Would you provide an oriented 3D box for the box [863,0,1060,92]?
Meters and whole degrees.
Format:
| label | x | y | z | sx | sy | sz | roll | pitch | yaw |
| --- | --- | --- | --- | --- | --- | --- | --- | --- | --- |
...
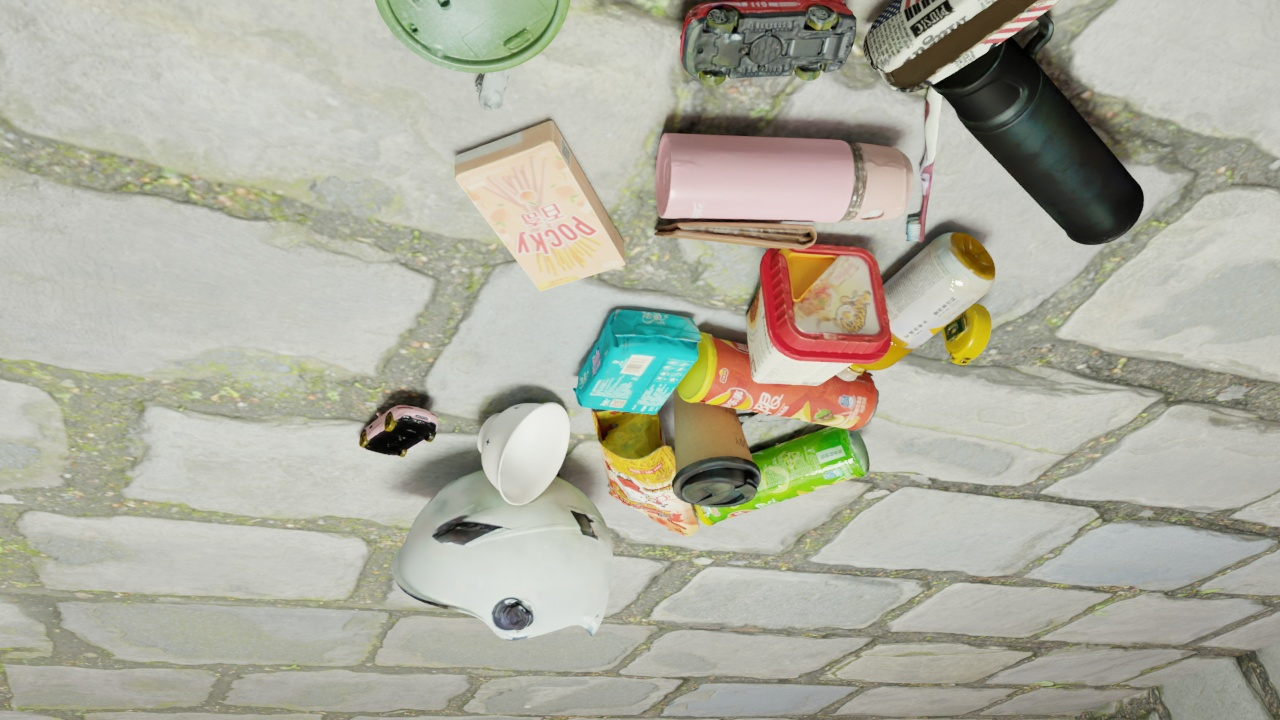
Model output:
| label | x | y | z | sx | sy | sz | roll | pitch | yaw |
| --- | --- | --- | --- | --- | --- | --- | --- | --- | --- |
| box | 0.217 | -0.248 | 0.598 | 0.164 | 0.075 | 0.073 | -31 | 143 | 33 |

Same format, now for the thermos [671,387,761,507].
| label | x | y | z | sx | sy | sz | roll | pitch | yaw |
| --- | --- | --- | --- | --- | --- | --- | --- | --- | --- |
| thermos | 0.074 | 0.086 | 0.975 | 0.093 | 0.143 | 0.093 | -4 | 145 | -3 |

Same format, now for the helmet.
| label | x | y | z | sx | sy | sz | roll | pitch | yaw |
| --- | --- | --- | --- | --- | --- | --- | --- | --- | --- |
| helmet | -0.145 | 0.204 | 1.071 | 0.258 | 0.229 | 0.146 | 15 | 102 | -24 |

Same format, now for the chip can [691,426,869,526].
| label | x | y | z | sx | sy | sz | roll | pitch | yaw |
| --- | --- | --- | --- | --- | --- | --- | --- | --- | --- |
| chip can | 0.170 | 0.139 | 1.131 | 0.222 | 0.072 | 0.072 | -22 | 143 | 21 |

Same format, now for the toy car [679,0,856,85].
| label | x | y | z | sx | sy | sz | roll | pitch | yaw |
| --- | --- | --- | --- | --- | --- | --- | --- | --- | --- |
| toy car | 0.085 | -0.221 | 0.625 | 0.120 | 0.045 | 0.053 | -6 | 143 | -10 |

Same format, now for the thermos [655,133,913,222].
| label | x | y | z | sx | sy | sz | roll | pitch | yaw |
| --- | --- | --- | --- | --- | --- | --- | --- | --- | --- |
| thermos | 0.112 | -0.140 | 0.734 | 0.198 | 0.067 | 0.087 | -1 | 165 | -11 |

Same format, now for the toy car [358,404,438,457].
| label | x | y | z | sx | sy | sz | roll | pitch | yaw |
| --- | --- | --- | --- | --- | --- | --- | --- | --- | --- |
| toy car | -0.262 | 0.075 | 0.995 | 0.056 | 0.037 | 0.123 | 22 | 148 | -31 |

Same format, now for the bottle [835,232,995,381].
| label | x | y | z | sx | sy | sz | roll | pitch | yaw |
| --- | --- | --- | --- | --- | --- | --- | --- | --- | --- |
| bottle | 0.254 | -0.044 | 0.887 | 0.068 | 0.068 | 0.190 | 13 | 140 | -27 |

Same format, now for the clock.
| label | x | y | z | sx | sy | sz | roll | pitch | yaw |
| --- | --- | --- | --- | --- | --- | --- | --- | --- | --- |
| clock | -0.111 | -0.247 | 0.545 | 0.116 | 0.056 | 0.161 | -25 | 142 | 22 |

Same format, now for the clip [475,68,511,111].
| label | x | y | z | sx | sy | sz | roll | pitch | yaw |
| --- | --- | --- | --- | --- | --- | --- | --- | --- | --- |
| clip | -0.100 | -0.203 | 0.640 | 0.024 | 0.027 | 0.056 | 10 | 132 | -25 |

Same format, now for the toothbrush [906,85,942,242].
| label | x | y | z | sx | sy | sz | roll | pitch | yaw |
| --- | --- | --- | --- | --- | --- | --- | --- | --- | --- |
| toothbrush | 0.236 | -0.161 | 0.765 | 0.017 | 0.016 | 0.188 | -3 | 147 | 10 |

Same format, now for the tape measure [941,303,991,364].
| label | x | y | z | sx | sy | sz | roll | pitch | yaw |
| --- | --- | --- | --- | --- | --- | --- | --- | --- | --- |
| tape measure | 0.326 | -0.031 | 0.927 | 0.029 | 0.059 | 0.057 | 10 | 143 | -15 |

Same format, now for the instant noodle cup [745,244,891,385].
| label | x | y | z | sx | sy | sz | roll | pitch | yaw |
| --- | --- | --- | --- | --- | --- | --- | --- | --- | --- |
| instant noodle cup | 0.156 | -0.035 | 0.856 | 0.116 | 0.116 | 0.124 | 3 | 155 | -13 |

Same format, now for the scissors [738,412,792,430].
| label | x | y | z | sx | sy | sz | roll | pitch | yaw |
| --- | --- | --- | --- | --- | --- | --- | --- | --- | --- |
| scissors | 0.130 | 0.073 | 1.081 | 0.180 | 0.014 | 0.160 | 2 | 144 | -14 |

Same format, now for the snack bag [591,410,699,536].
| label | x | y | z | sx | sy | sz | roll | pitch | yaw |
| --- | --- | --- | --- | --- | --- | --- | --- | --- | --- |
| snack bag | 0.003 | 0.136 | 1.088 | 0.129 | 0.073 | 0.208 | 21 | 149 | 23 |

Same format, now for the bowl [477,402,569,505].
| label | x | y | z | sx | sy | sz | roll | pitch | yaw |
| --- | --- | --- | --- | --- | --- | --- | --- | --- | --- |
| bowl | -0.138 | 0.091 | 1.002 | 0.065 | 0.118 | 0.118 | 22 | 156 | 28 |

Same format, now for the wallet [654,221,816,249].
| label | x | y | z | sx | sy | sz | roll | pitch | yaw |
| --- | --- | --- | --- | --- | --- | --- | --- | --- | --- |
| wallet | 0.075 | -0.105 | 0.762 | 0.115 | 0.020 | 0.101 | 2 | -174 | -10 |

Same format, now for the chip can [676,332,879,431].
| label | x | y | z | sx | sy | sz | roll | pitch | yaw |
| --- | --- | --- | --- | --- | --- | --- | --- | --- | --- |
| chip can | 0.145 | 0.026 | 0.966 | 0.216 | 0.073 | 0.073 | 12 | 141 | -26 |

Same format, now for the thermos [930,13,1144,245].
| label | x | y | z | sx | sy | sz | roll | pitch | yaw |
| --- | --- | --- | --- | --- | --- | --- | --- | --- | --- |
| thermos | 0.320 | -0.180 | 0.713 | 0.242 | 0.068 | 0.090 | 27 | 110 | -39 |

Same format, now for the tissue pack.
| label | x | y | z | sx | sy | sz | roll | pitch | yaw |
| --- | --- | --- | --- | --- | --- | --- | --- | --- | --- |
| tissue pack | -0.006 | 0.005 | 0.928 | 0.093 | 0.050 | 0.134 | 7 | 143 | -22 |

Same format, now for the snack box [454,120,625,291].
| label | x | y | z | sx | sy | sz | roll | pitch | yaw |
| --- | --- | --- | --- | --- | --- | --- | --- | --- | --- |
| snack box | -0.078 | -0.121 | 0.755 | 0.084 | 0.026 | 0.157 | -16 | 144 | 13 |
